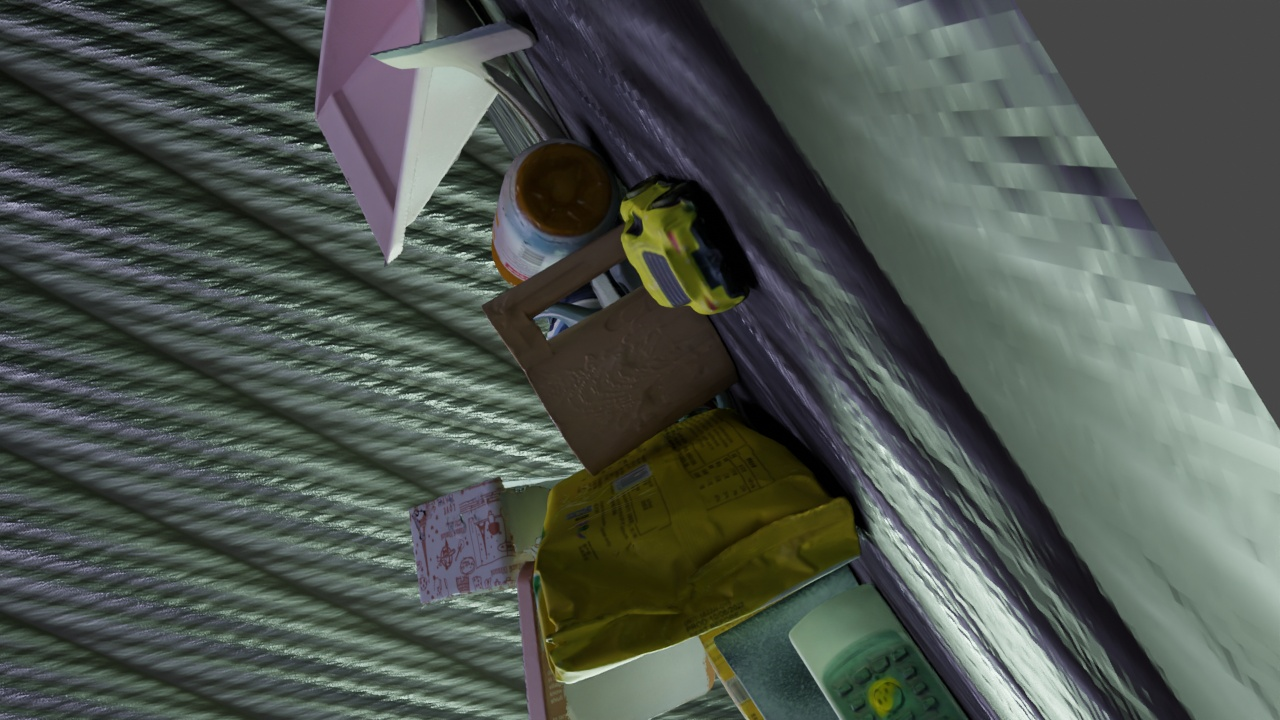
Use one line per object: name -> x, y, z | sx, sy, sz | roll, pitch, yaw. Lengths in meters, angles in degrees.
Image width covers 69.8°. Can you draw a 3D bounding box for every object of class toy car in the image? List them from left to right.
toy car -> 0.011, -0.044, 0.362 | 0.048, 0.032, 0.105 | 58, 180, -17

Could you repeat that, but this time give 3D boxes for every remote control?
remote control -> 0.133, 0.182, 0.471 | 0.135, 0.056, 0.019 | 58, 178, 34

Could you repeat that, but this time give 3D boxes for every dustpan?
dustpan -> -0.233, -0.260, 0.778 | 0.138, 0.274, 0.222 | 15, -146, -54

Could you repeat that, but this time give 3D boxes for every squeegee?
squeegee -> -0.059, -0.136, 0.653 | 0.246, 0.039, 0.247 | 51, 163, -31

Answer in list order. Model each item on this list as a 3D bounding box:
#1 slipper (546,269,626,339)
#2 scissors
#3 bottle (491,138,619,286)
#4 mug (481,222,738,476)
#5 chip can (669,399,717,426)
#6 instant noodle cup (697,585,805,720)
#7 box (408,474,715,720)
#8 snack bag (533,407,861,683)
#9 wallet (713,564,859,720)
slipper -> -0.030, -0.038, 0.835 | 0.253, 0.105, 0.095 | 156, 118, -78
scissors -> -0.004, 0.004, 0.653 | 0.178, 0.019, 0.171 | 43, 143, -21
bottle -> -0.062, -0.084, 0.596 | 0.068, 0.068, 0.190 | 58, 166, -1
mug -> -0.015, -0.009, 0.533 | 0.125, 0.103, 0.084 | 59, 178, -27
chip can -> 0.044, 0.066, 0.772 | 0.071, 0.071, 0.214 | 59, 178, -20
instant noodle cup -> 0.108, 0.201, 0.666 | 0.138, 0.110, 0.138 | 57, 179, 0
box -> -0.054, 0.188, 0.711 | 0.182, 0.157, 0.193 | 1, -107, -44
snack bag -> 0.015, 0.089, 0.518 | 0.246, 0.158, 0.068 | -143, 28, -85
wallet -> 0.115, 0.198, 0.583 | 0.121, 0.097, 0.019 | 59, -177, -16
